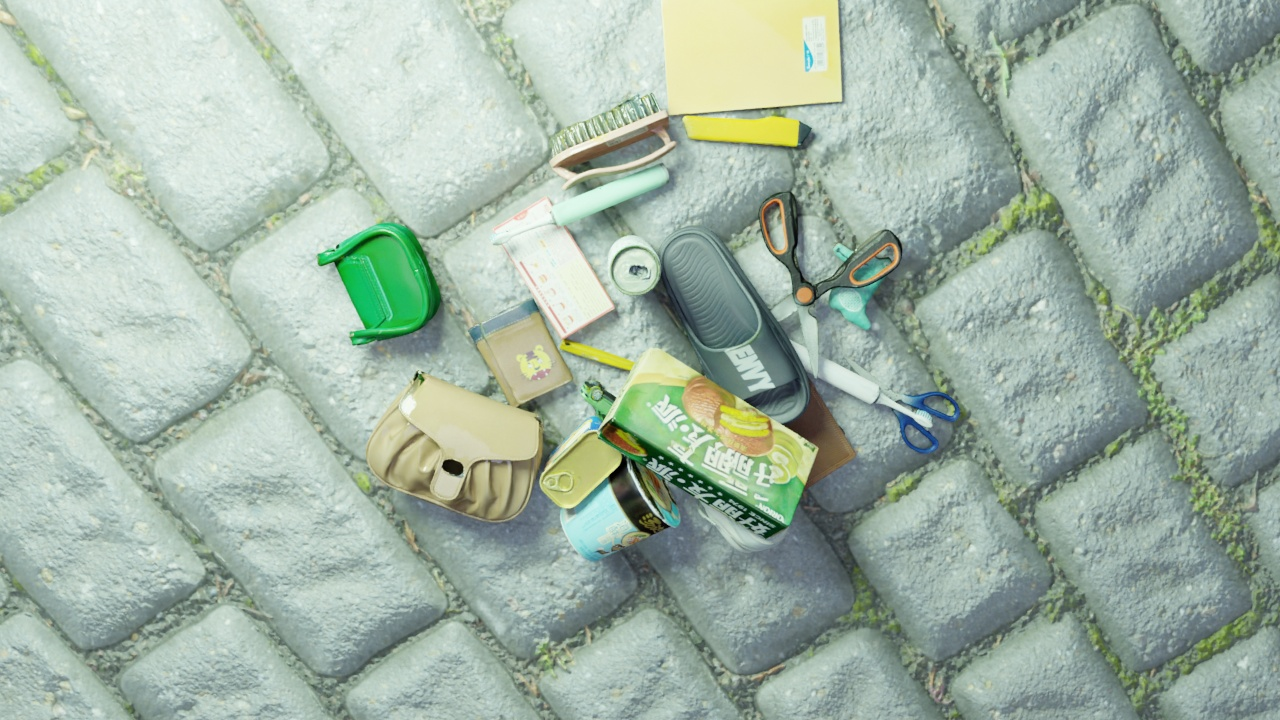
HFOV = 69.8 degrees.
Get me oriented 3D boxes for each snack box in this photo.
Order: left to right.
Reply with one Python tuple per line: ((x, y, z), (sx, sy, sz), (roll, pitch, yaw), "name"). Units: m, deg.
((-0.103, -0.110, 1.101), (0.077, 0.027, 0.156), (-31, 101, 3), "snack box")
((0.080, 0.096, 1.064), (0.240, 0.063, 0.114), (32, 58, -5), "snack box")

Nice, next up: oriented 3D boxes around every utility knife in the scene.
((0.125, -0.273, 1.084), (0.154, 0.015, 0.033), (4, 95, -2), "utility knife")

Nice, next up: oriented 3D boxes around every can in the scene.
((-0.072, 0.121, 1.120), (0.102, 0.083, 0.057), (-44, 100, 6), "can")
((-0.008, -0.109, 1.044), (0.058, 0.146, 0.058), (0, 101, -2), "can")

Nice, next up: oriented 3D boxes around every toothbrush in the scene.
((-0.069, -0.179, 1.068), (0.224, 0.027, 0.026), (-24, 129, -9), "toothbrush")
((-0.007, 0.007, 1.119), (0.190, 0.017, 0.015), (18, 70, 3), "toothbrush")
((0.266, 0.030, 1.137), (0.221, 0.027, 0.026), (27, 55, -3), "toothbrush")

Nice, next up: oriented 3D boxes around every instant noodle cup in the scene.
((-0.030, 0.187, 1.131), (0.120, 0.111, 0.111), (-34, 101, 12), "instant noodle cup")

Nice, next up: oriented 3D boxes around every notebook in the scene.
((0.129, -0.366, 1.068), (0.206, 0.010, 0.146), (-5, 101, -1), "notebook")

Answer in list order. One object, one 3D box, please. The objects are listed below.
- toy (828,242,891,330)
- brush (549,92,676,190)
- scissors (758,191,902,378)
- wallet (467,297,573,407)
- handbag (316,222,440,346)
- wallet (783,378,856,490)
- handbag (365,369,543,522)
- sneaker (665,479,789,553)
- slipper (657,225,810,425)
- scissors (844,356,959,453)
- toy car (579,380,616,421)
((0.264, -0.097, 1.120), (0.096, 0.030, 0.092), (36, 93, -1), "toy")
((-0.035, -0.249, 1.057), (0.146, 0.063, 0.073), (-22, 91, 3), "brush")
((0.207, -0.098, 1.104), (0.221, 0.021, 0.234), (-19, 91, 10), "scissors")
((-0.146, -0.008, 1.118), (0.090, 0.033, 0.115), (-26, 105, 3), "wallet")
((-0.304, -0.089, 1.076), (0.120, 0.068, 0.131), (-22, 101, 3), "handbag")
((0.201, 0.097, 1.155), (0.101, 0.032, 0.124), (-33, 101, 1), "wallet")
((-0.219, 0.108, 1.103), (0.204, 0.099, 0.148), (21, 103, -10), "handbag")
((0.084, 0.134, 1.139), (0.089, 0.091, 0.242), (-32, 82, -30), "sneaker")
((0.100, -0.034, 1.078), (0.111, 0.083, 0.268), (-30, 91, 18), "slipper")
((0.319, 0.059, 1.161), (0.171, 0.012, 0.140), (0, 102, 0), "scissors")
((-0.037, 0.058, 1.129), (0.091, 0.043, 0.036), (38, 98, -9), "toy car")
